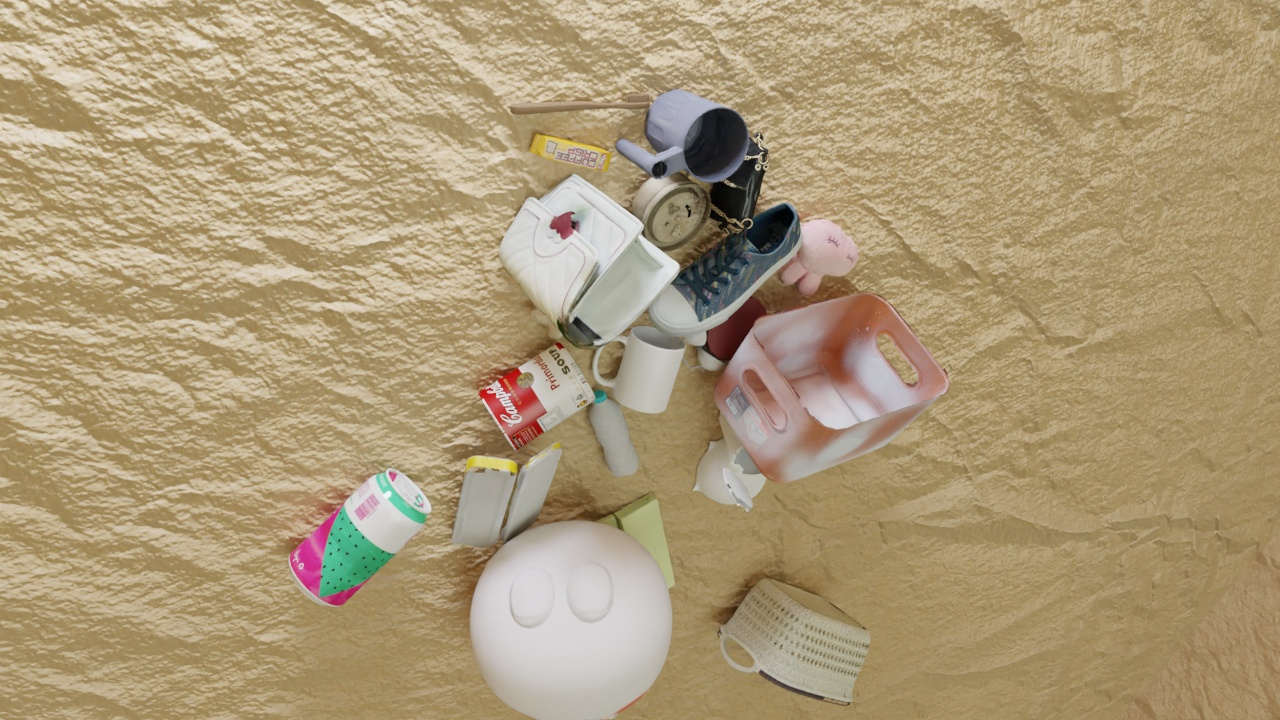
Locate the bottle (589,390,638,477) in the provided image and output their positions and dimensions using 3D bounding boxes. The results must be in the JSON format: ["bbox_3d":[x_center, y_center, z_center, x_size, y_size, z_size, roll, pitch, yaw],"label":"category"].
[{"bbox_3d":[-0.038,0.097,1.228,0.044,0.044,0.136,-27,126,-13],"label":"bottle"}]

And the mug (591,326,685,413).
[{"bbox_3d":[-0.007,0.007,1.185,0.110,0.073,0.091,15,111,-6],"label":"mug"}]

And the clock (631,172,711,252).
[{"bbox_3d":[0.017,-0.173,1.096,0.140,0.054,0.093,-31,143,-10],"label":"clock"}]

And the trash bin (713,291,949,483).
[{"bbox_3d":[0.249,0.037,1.226,0.259,0.181,0.158,-15,151,-34],"label":"trash bin"}]

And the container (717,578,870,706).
[{"bbox_3d":[0.262,0.466,1.521,0.251,0.185,0.143,27,93,-36],"label":"container"}]

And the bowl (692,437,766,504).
[{"bbox_3d":[0.145,0.170,1.364,0.114,0.050,0.115,-13,122,-22],"label":"bowl"}]

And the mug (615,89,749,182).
[{"bbox_3d":[0.044,-0.249,1.037,0.123,0.104,0.084,-27,126,-13],"label":"mug"}]

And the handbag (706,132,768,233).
[{"bbox_3d":[0.123,-0.215,1.114,0.054,0.079,0.129,0,117,-29],"label":"handbag"}]

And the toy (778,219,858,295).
[{"bbox_3d":[0.239,-0.137,1.244,0.108,0.053,0.105,24,119,-37],"label":"toy"}]

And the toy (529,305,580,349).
[{"bbox_3d":[-0.080,-0.060,1.117,0.117,0.043,0.092,7,109,-30],"label":"toy"}]

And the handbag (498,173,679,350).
[{"bbox_3d":[-0.068,-0.111,0.999,0.142,0.198,0.096,-45,130,-1],"label":"handbag"}]

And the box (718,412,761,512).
[{"bbox_3d":[0.156,0.128,1.280,0.095,0.165,0.084,-28,129,12],"label":"box"}]

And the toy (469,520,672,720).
[{"bbox_3d":[-0.088,0.356,1.214,0.263,0.265,0.281,-5,142,1],"label":"toy"}]

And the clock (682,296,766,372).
[{"bbox_3d":[0.110,-0.044,1.225,0.137,0.048,0.096,-38,128,-4],"label":"clock"}]

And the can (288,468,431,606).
[{"bbox_3d":[-0.338,0.213,1.106,0.166,0.088,0.088,-44,128,0],"label":"can"}]

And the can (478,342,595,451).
[{"bbox_3d":[-0.126,0.043,1.124,0.116,0.086,0.087,-33,127,-8],"label":"can"}]

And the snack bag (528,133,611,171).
[{"bbox_3d":[-0.076,-0.234,1.035,0.099,0.020,0.026,8,114,-31],"label":"snack bag"}]

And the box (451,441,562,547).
[{"bbox_3d":[-0.170,0.175,1.160,0.128,0.045,0.210,-10,147,-25],"label":"box"}]

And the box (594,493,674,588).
[{"bbox_3d":[-0.023,0.296,1.363,0.138,0.030,0.187,-22,125,-18],"label":"box"}]

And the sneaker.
[{"bbox_3d":[0.113,-0.115,1.149,0.235,0.087,0.079,-36,168,-9],"label":"sneaker"}]

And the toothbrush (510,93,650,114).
[{"bbox_3d":[-0.064,-0.284,1.016,0.166,0.016,0.016,-10,122,-24],"label":"toothbrush"}]
